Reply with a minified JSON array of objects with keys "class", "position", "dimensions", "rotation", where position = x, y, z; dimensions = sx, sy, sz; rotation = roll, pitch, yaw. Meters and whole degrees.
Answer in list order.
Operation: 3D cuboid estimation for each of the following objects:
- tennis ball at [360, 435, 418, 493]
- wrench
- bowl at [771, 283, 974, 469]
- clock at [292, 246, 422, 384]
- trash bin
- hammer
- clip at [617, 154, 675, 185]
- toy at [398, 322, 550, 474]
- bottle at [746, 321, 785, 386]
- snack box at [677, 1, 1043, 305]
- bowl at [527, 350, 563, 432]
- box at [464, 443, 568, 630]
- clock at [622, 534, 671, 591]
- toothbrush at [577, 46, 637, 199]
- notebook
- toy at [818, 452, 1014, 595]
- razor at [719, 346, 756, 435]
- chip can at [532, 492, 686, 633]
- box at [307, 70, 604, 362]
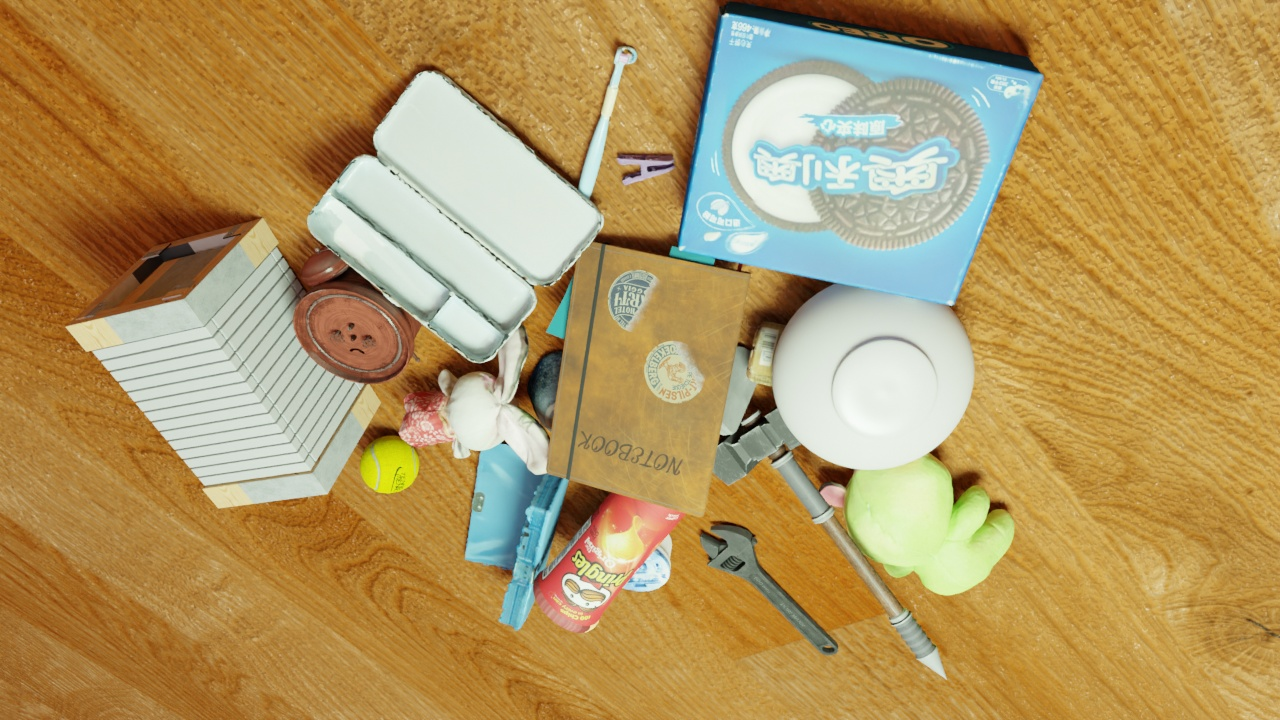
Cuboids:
[{"class":"tennis ball","position":[-0.289,0.120,1.055],"dimensions":[0.065,0.065,0.065],"rotation":[6,129,7]},{"class":"wrench","position":[0.164,0.285,1.121],"dimensions":[0.073,0.018,0.273],"rotation":[-28,119,30]},{"class":"bowl","position":[0.205,0.018,0.794],"dimensions":[0.176,0.066,0.177],"rotation":[1,104,3]},{"class":"clock","position":[-0.273,-0.055,0.906],"dimensions":[0.120,0.072,0.158],"rotation":[10,130,5]},{"class":"trash bin","position":[-0.412,0.008,0.941],"dimensions":[0.143,0.142,0.247],"rotation":[-9,126,19]},{"class":"hammer","position":[0.206,0.185,0.918],"dimensions":[0.322,0.042,0.156],"rotation":[53,133,2]},{"class":"clip","position":[0.003,-0.164,0.797],"dimensions":[0.051,0.014,0.043],"rotation":[16,130,2]},{"class":"toy","position":[-0.176,0.054,0.960],"dimensions":[0.195,0.084,0.159],"rotation":[-15,90,34]},{"class":"bottle","position":[0.185,0.008,0.856],"dimensions":[0.166,0.059,0.060],"rotation":[12,130,9]},{"class":"snack box","position":[0.161,-0.160,0.726],"dimensions":[0.239,0.056,0.196],"rotation":[11,124,3]},{"class":"bowl","position":[-0.068,0.046,0.954],"dimensions":[0.110,0.055,0.110],"rotation":[6,128,8]},{"class":"box","position":[-0.160,0.205,1.083],"dimensions":[0.111,0.094,0.232],"rotation":[19,130,2]},{"class":"clock","position":[-0.009,0.218,1.081],"dimensions":[0.089,0.051,0.125],"rotation":[-5,127,17]},{"class":"toothbrush","position":[-0.033,-0.192,0.779],"dimensions":[0.016,0.022,0.155],"rotation":[48,136,28]},{"class":"notebook","position":[-0.004,0.007,0.857],"dimensions":[0.178,0.014,0.249],"rotation":[14,105,16]},{"class":"toy","position":[0.288,0.171,0.950],"dimensions":[0.196,0.107,0.151],"rotation":[27,132,-20]},{"class":"razor","position":[0.058,0.040,0.920],"dimensions":[0.047,0.088,0.116],"rotation":[42,144,-21]},{"class":"chip can","position":[-0.024,0.194,1.002],"dimensions":[0.087,0.087,0.214],"rotation":[34,107,-15]},{"class":"box","position":[-0.164,-0.122,0.811],"dimensions":[0.209,0.045,0.191],"rotation":[38,101,-11]}]
